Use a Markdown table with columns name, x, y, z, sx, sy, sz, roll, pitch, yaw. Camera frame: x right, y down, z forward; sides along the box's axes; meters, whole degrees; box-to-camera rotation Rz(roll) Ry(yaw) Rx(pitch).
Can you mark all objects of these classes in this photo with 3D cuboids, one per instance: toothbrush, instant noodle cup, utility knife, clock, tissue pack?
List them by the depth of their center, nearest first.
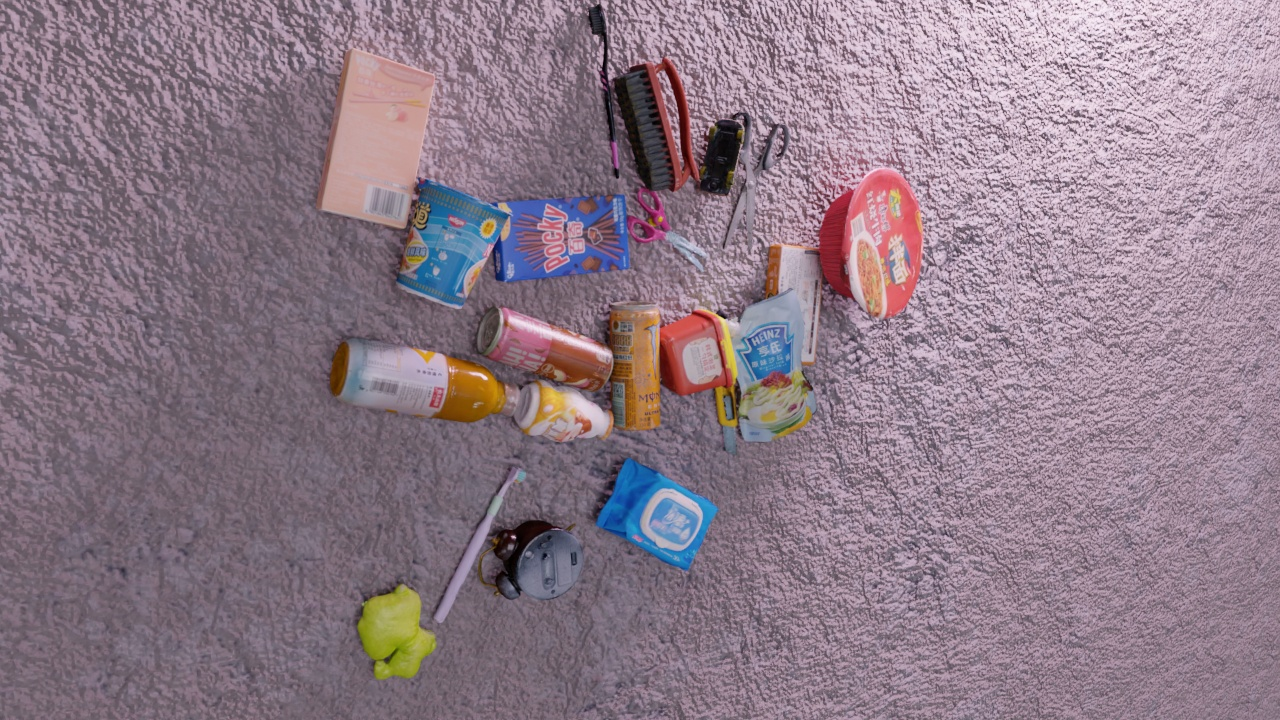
| name | x | y | z | sx | sy | sz | roll | pitch | yaw |
| --- | --- | --- | --- | --- | --- | --- | --- | --- | --- |
| instant noodle cup | -0.194 | -0.114 | 0.920 | 0.099 | 0.099 | 0.110 | 19 | 96 | -31 |
| toothbrush | -0.179 | 0.204 | 1.015 | 0.021 | 0.029 | 0.189 | 27 | 84 | 10 |
| toothbrush | -0.039 | -0.298 | 1.024 | 0.017 | 0.014 | 0.189 | -11 | 103 | -19 |
| clock | -0.123 | 0.224 | 1.029 | 0.121 | 0.055 | 0.082 | -8 | 102 | -29 |
| tissue pack | 0.023 | 0.188 | 1.111 | 0.157 | 0.052 | 0.095 | 34 | 80 | -30 |
| utility knife | 0.109 | 0.031 | 1.160 | 0.033 | 0.015 | 0.193 | -14 | 105 | -26 |
| instant noodle cup | 0.294 | -0.151 | 1.197 | 0.193 | 0.066 | 0.194 | -5 | 97 | -45 |

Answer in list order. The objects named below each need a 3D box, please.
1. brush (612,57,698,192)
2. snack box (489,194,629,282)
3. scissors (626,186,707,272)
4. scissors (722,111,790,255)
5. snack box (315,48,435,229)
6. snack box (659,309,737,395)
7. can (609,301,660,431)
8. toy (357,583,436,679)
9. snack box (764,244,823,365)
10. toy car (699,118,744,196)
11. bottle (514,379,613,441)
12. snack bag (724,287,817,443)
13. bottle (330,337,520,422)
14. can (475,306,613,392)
| name | x | y | z | sx | sy | sz | roll | pitch | yaw |
| --- | --- | --- | --- | --- | --- | --- | --- | --- | --- |
| brush | 0.023 | -0.263 | 1.037 | 0.069 | 0.063 | 0.146 | -21 | 109 | -13 |
| snack box | -0.087 | -0.136 | 1.012 | 0.156 | 0.026 | 0.084 | -10 | 102 | -29 |
| scissors | 0.033 | -0.139 | 1.083 | 0.137 | 0.017 | 0.077 | 44 | 57 | -31 |
| scissors | 0.139 | -0.226 | 1.140 | 0.170 | 0.014 | 0.159 | -40 | 116 | -18 |
| snack box | -0.259 | -0.214 | 0.898 | 0.084 | 0.026 | 0.157 | 11 | 92 | -31 |
| snack box | 0.063 | -0.007 | 1.092 | 0.080 | 0.082 | 0.091 | -19 | 107 | -17 |
| can | -0.006 | 0.006 | 1.063 | 0.058 | 0.058 | 0.146 | -6 | 101 | -30 |
| toy | -0.260 | 0.290 | 0.972 | 0.100 | 0.031 | 0.096 | 43 | 77 | -29 |
| snack box | 0.197 | -0.071 | 1.190 | 0.075 | 0.026 | 0.154 | 1 | 96 | -30 |
| toy car | 0.098 | -0.243 | 1.097 | 0.042 | 0.035 | 0.090 | 13 | 91 | 11 |
| bottle | -0.084 | 0.060 | 1.022 | 0.108 | 0.063 | 0.063 | 16 | 89 | -31 |
| snack bag | 0.162 | 0.010 | 1.151 | 0.110 | 0.038 | 0.191 | -17 | 120 | -4 |
| bottle | -0.215 | 0.025 | 0.936 | 0.189 | 0.068 | 0.068 | 13 | 91 | -32 |
| can | -0.103 | -0.011 | 1.003 | 0.147 | 0.058 | 0.058 | 19 | 87 | -31 |
